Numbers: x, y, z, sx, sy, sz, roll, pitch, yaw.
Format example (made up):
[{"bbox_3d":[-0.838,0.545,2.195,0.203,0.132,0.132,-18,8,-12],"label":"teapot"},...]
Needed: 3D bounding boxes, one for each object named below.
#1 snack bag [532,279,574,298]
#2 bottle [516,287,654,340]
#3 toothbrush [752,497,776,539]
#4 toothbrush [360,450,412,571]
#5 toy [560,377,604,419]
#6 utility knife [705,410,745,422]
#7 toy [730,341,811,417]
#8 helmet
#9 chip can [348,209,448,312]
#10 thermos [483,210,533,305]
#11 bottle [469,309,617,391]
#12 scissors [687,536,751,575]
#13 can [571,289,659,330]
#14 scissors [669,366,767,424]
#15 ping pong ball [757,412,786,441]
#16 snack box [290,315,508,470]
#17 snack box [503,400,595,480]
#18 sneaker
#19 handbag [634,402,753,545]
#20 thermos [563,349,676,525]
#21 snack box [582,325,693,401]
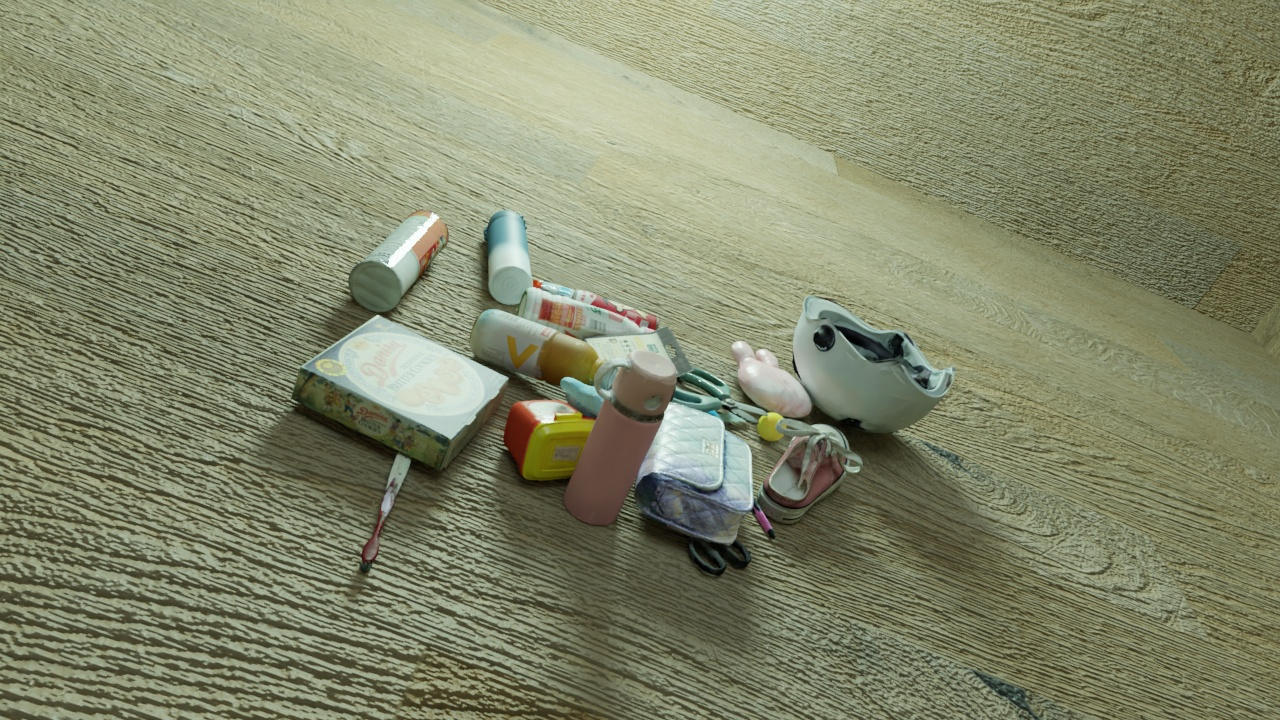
[{"bbox_3d":[-0.122,-0.099,1.394,0.104,0.026,0.048,15,35,-18],"label":"snack bag"},{"bbox_3d":[-0.075,-0.048,1.297,0.196,0.068,0.068,14,29,-18],"label":"bottle"},{"bbox_3d":[0.129,0.157,1.161,0.017,0.014,0.189,19,26,-36],"label":"toothbrush"},{"bbox_3d":[-0.247,0.140,0.898,0.016,0.017,0.187,16,26,-10],"label":"toothbrush"},{"bbox_3d":[-0.046,0.061,1.100,0.161,0.049,0.156,39,-8,-31],"label":"toy"},{"bbox_3d":[0.074,0.078,1.250,0.204,0.018,0.034,2,34,-38],"label":"utility knife"},{"bbox_3d":[0.195,0.029,1.387,0.121,0.054,0.159,19,28,-28],"label":"toy"},{"bbox_3d":[0.334,0.020,1.413,0.228,0.146,0.259,2,30,-49],"label":"helmet"},{"bbox_3d":[-0.327,-0.142,1.263,0.071,0.071,0.214,22,28,-5],"label":"chip can"},{"bbox_3d":[-0.204,-0.164,1.408,0.070,0.070,0.220,14,29,-19],"label":"thermos"},{"bbox_3d":[-0.122,-0.008,1.166,0.189,0.068,0.067,19,27,10],"label":"bottle"},{"bbox_3d":[0.050,0.184,1.053,0.170,0.014,0.150,25,26,3],"label":"scissors"},{"bbox_3d":[-0.042,-0.061,1.360,0.132,0.053,0.053,20,28,-9],"label":"can"},{"bbox_3d":[0.085,0.052,1.274,0.175,0.019,0.175,-5,30,-42],"label":"scissors"},{"bbox_3d":[0.184,0.093,1.283,0.040,0.040,0.040,18,28,-11],"label":"ping pong ball"},{"bbox_3d":[-0.262,0.031,1.030,0.182,0.046,0.177,26,23,2],"label":"snack box"},{"bbox_3d":[-0.103,0.085,1.037,0.091,0.082,0.080,1,26,-39],"label":"snack box"},{"bbox_3d":[0.228,0.128,1.207,0.118,0.088,0.240,33,30,17],"label":"sneaker"},{"bbox_3d":[0.064,0.126,1.080,0.134,0.076,0.193,22,21,-4],"label":"handbag"},{"bbox_3d":[-0.030,0.081,0.970,0.087,0.199,0.067,7,33,-25],"label":"thermos"},{"bbox_3d":[-0.007,0.007,1.241,0.125,0.053,0.113,-4,36,-17],"label":"snack box"}]
